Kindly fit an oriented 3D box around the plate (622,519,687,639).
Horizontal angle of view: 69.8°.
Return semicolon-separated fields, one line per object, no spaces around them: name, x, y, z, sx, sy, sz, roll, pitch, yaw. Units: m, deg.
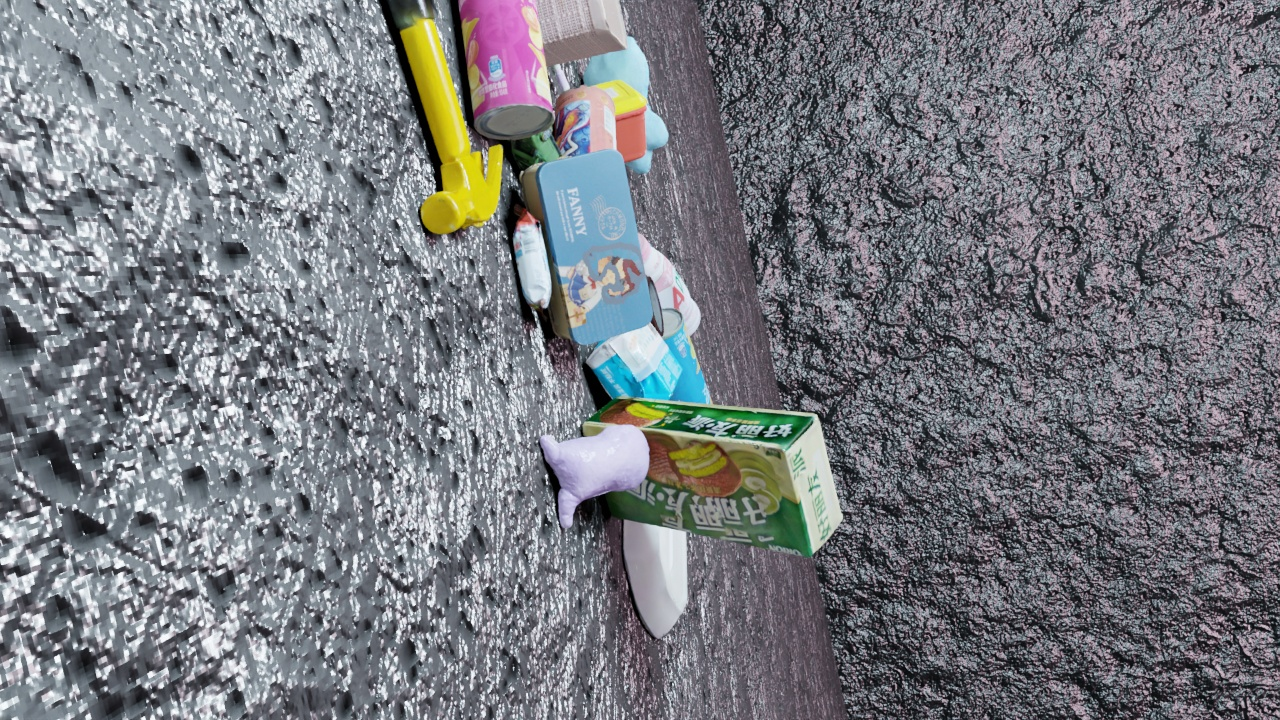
plate;0.022;0.182;1.055;0.265;0.034;0.162;-89;162;-44

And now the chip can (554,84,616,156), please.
chip can;-0.057;-0.193;0.968;0.071;0.071;0.214;59;23;-53

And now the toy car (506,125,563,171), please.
toy car;-0.098;-0.197;0.856;0.036;0.043;0.091;-52;155;-15

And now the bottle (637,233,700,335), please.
bottle;0.022;-0.099;1.234;0.197;0.068;0.068;53;28;-55

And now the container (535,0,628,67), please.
container;-0.082;-0.344;0.906;0.089;0.111;0.090;-25;103;-76

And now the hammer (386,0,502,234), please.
hammer;-0.162;-0.243;0.661;0.128;0.033;0.301;-64;140;-69

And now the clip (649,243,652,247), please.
clip;0.003;-0.149;1.286;0.056;0.042;0.014;-73;146;-62

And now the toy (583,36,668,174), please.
toy;-0.024;-0.330;1.177;0.156;0.162;0.049;43;45;6

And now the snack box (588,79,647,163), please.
snack box;-0.032;-0.287;1.113;0.091;0.082;0.080;-122;-163;-53

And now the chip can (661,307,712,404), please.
chip can;0.053;0.032;1.232;0.071;0.071;0.210;-84;158;-51

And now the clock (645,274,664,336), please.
clock;-0.005;-0.064;1.108;0.121;0.055;0.082;-71;146;-68

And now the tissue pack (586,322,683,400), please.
tissue pack;-0.006;0.006;0.993;0.090;0.063;0.139;54;15;-7

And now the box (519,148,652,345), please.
box;-0.051;-0.110;0.845;0.061;0.089;0.184;24;-50;60

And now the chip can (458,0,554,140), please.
chip can;-0.122;-0.302;0.792;0.071;0.071;0.210;25;55;-73

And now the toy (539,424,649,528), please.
toy;-0.034;0.094;0.811;0.107;0.039;0.084;-15;98;-38

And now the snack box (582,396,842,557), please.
snack box;0.061;0.102;0.860;0.063;0.241;0.114;-38;121;-41

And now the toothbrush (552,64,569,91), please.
toothbrush;-0.107;-0.351;1.015;0.029;0.020;0.190;-48;132;-32

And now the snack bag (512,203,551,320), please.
snack bag;-0.096;-0.086;0.810;0.048;0.026;0.104;161;-81;-80
